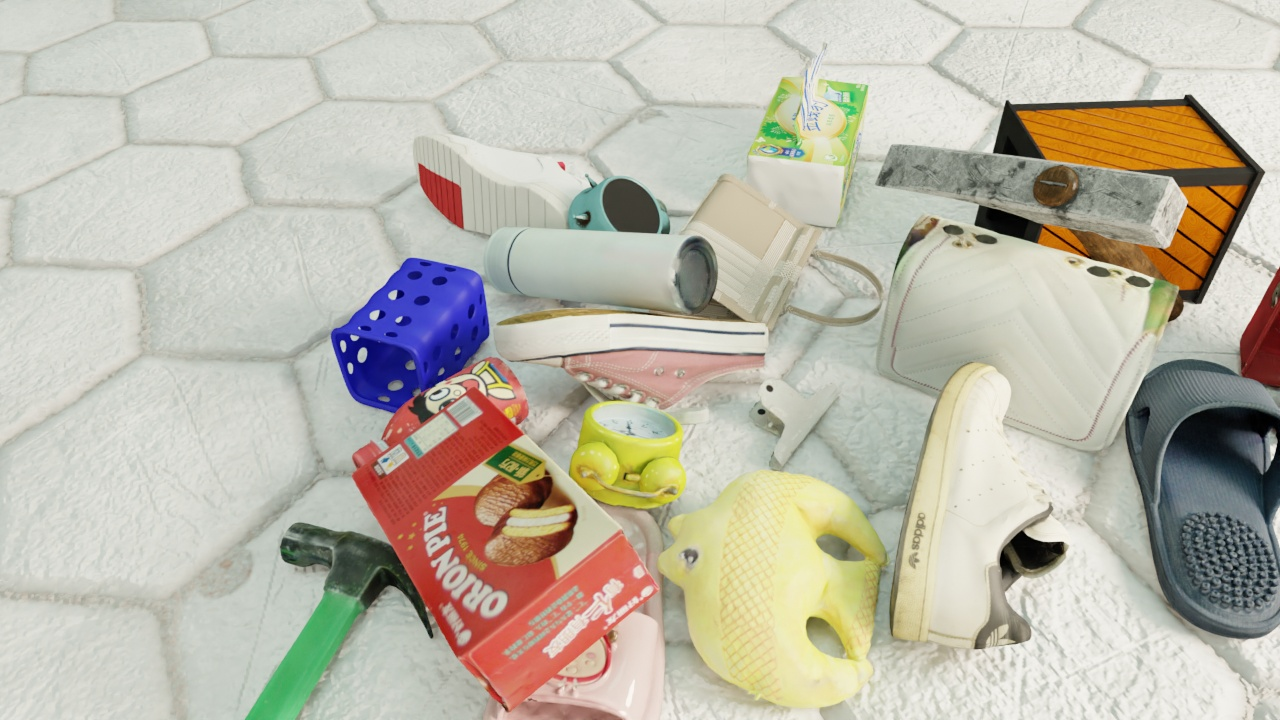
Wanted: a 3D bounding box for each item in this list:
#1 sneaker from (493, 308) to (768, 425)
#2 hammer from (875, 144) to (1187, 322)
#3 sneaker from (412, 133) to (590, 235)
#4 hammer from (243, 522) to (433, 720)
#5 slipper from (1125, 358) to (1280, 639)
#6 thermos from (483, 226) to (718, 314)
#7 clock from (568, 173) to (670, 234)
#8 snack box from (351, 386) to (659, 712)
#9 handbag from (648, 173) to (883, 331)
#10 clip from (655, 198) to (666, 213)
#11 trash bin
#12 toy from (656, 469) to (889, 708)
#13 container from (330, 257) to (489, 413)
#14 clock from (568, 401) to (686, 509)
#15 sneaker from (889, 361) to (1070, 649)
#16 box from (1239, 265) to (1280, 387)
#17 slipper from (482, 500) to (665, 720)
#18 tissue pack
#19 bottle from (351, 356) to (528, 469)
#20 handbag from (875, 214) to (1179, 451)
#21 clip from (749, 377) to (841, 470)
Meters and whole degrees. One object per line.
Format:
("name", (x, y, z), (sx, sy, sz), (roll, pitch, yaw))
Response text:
("sneaker", (-0.004, 0.004, 0.753), (0.240, 0.088, 0.118), (2, 6, -24))
("hammer", (0.354, -0.095, 0.756), (0.300, 0.037, 0.218), (20, 2, -45))
("sneaker", (-0.133, -0.188, 0.976), (0.237, 0.090, 0.104), (26, 41, 29))
("hammer", (-0.236, 0.239, 0.553), (0.130, 0.032, 0.317), (11, 45, 14))
("slipper", (0.416, 0.071, 0.663), (0.101, 0.083, 0.262), (10, 45, 17))
("thermos", (-0.042, -0.083, 0.820), (0.230, 0.068, 0.067), (8, 40, 38))
("clock", (-0.011, -0.127, 0.893), (0.124, 0.053, 0.089), (29, 57, -25))
("snack box", (-0.099, 0.108, 0.601), (0.113, 0.060, 0.236), (-37, 34, -15))
("handbag", (0.133, -0.086, 0.873), (0.198, 0.062, 0.175), (19, 46, 15))
("clip", (-0.006, -0.167, 0.989), (0.076, 0.023, 0.061), (15, 47, 21))
("trash bin", (0.432, -0.149, 0.857), (0.172, 0.140, 0.139), (-1, 42, 1))
("toy", (0.088, 0.146, 0.615), (0.155, 0.065, 0.170), (19, 51, 4))
("container", (-0.194, -0.022, 0.795), (0.084, 0.085, 0.113), (14, 44, 16))
("clock", (-0.009, 0.074, 0.666), (0.083, 0.057, 0.119), (10, 19, -5))
("sneaker", (0.246, 0.095, 0.637), (0.102, 0.089, 0.240), (10, 48, 26))
("box", (0.566, -0.031, 0.713), (0.137, 0.158, 0.127), (3, 38, 3))
("slipper", (-0.033, 0.174, 0.593), (0.107, 0.056, 0.221), (6, 40, 8))
("tissue pack", (0.183, -0.257, 0.987), (0.120, 0.142, 0.197), (6, 43, 10))
("bottle", (-0.160, 0.053, 0.727), (0.137, 0.062, 0.062), (-31, 50, -28))
("handbag", (0.302, -0.032, 0.738), (0.199, 0.142, 0.095), (24, 47, 24))
("clip", (0.119, 0.040, 0.748), (0.054, 0.044, 0.101), (33, 51, 17))
